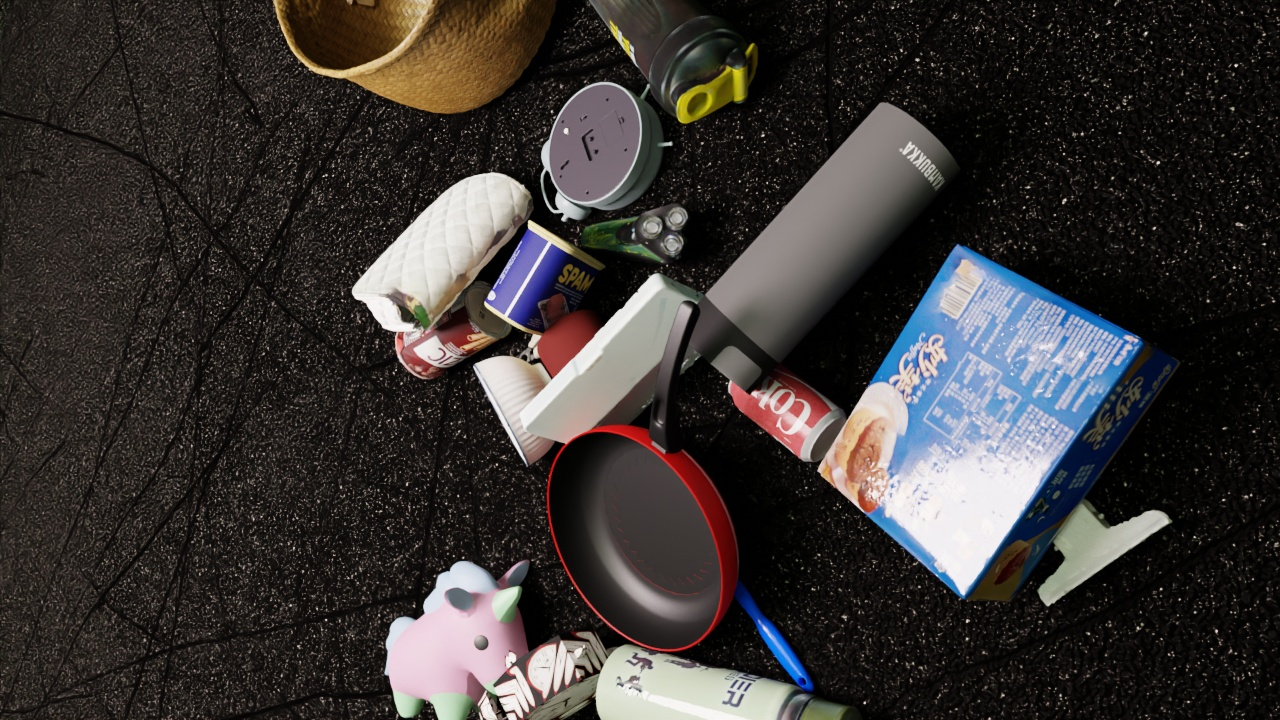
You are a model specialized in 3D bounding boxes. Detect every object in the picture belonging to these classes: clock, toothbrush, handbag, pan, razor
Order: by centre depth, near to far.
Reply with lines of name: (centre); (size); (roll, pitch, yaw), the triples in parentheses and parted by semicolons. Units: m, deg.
pan: (0.014, 0.097, 0.784); (0.209, 0.067, 0.357); (35, 127, 29)
toothbrush: (0.093, 0.213, 0.807); (0.016, 0.018, 0.182); (-51, 59, 22)
clock: (-0.099, 0.311, 0.879); (0.155, 0.114, 0.065); (-39, 62, 9)
razor: (-0.009, -0.123, 0.892); (0.152, 0.067, 0.054); (6, 84, 46)
clock: (-0.045, -0.210, 0.939); (0.160, 0.045, 0.122); (-31, 68, 32)
handbag: (-0.208, -0.113, 0.985); (0.139, 0.072, 0.194); (7, 54, 53)

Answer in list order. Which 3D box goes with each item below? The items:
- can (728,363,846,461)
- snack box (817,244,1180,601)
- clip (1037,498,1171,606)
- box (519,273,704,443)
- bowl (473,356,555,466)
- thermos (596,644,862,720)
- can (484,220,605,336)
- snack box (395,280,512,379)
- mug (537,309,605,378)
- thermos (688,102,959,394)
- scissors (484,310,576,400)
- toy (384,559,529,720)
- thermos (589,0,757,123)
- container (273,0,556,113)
can: (0.124, 0.039, 0.779); (0.096, 0.054, 0.054); (40, 109, 33)
snack box: (0.245, 0.043, 0.658); (0.155, 0.069, 0.203); (43, 111, 44)
clip: (0.306, 0.122, 0.639); (0.102, 0.050, 0.058); (-47, 73, 23)
box: (-0.004, 0.008, 0.827); (0.197, 0.134, 0.040); (-43, 51, 26)
bowl: (-0.117, 0.043, 0.943); (0.062, 0.118, 0.118); (-28, 62, -11)
thermos: (0.072, 0.301, 0.774); (0.232, 0.082, 0.082); (1, 86, 38)
can: (-0.094, -0.076, 0.907); (0.056, 0.116, 0.092); (33, 95, 17)
snack box: (-0.210, -0.033, 1.031); (0.122, 0.072, 0.072); (-26, 70, 32)
mug: (-0.055, 0.015, 0.915); (0.082, 0.073, 0.106); (55, 145, 28)
thermos: (0.136, -0.084, 0.730); (0.240, 0.082, 0.082); (-48, 59, 9)
scissors: (-0.120, -0.018, 0.998); (0.171, 0.012, 0.121); (-14, 73, 37)
toy: (-0.202, 0.296, 0.975); (0.223, 0.119, 0.171); (-4, 93, 36)
thermos: (0.024, -0.315, 0.872); (0.098, 0.098, 0.220); (-49, 54, 23)
container: (-0.242, -0.432, 1.019); (0.308, 0.196, 0.307); (-4, 84, 36)
